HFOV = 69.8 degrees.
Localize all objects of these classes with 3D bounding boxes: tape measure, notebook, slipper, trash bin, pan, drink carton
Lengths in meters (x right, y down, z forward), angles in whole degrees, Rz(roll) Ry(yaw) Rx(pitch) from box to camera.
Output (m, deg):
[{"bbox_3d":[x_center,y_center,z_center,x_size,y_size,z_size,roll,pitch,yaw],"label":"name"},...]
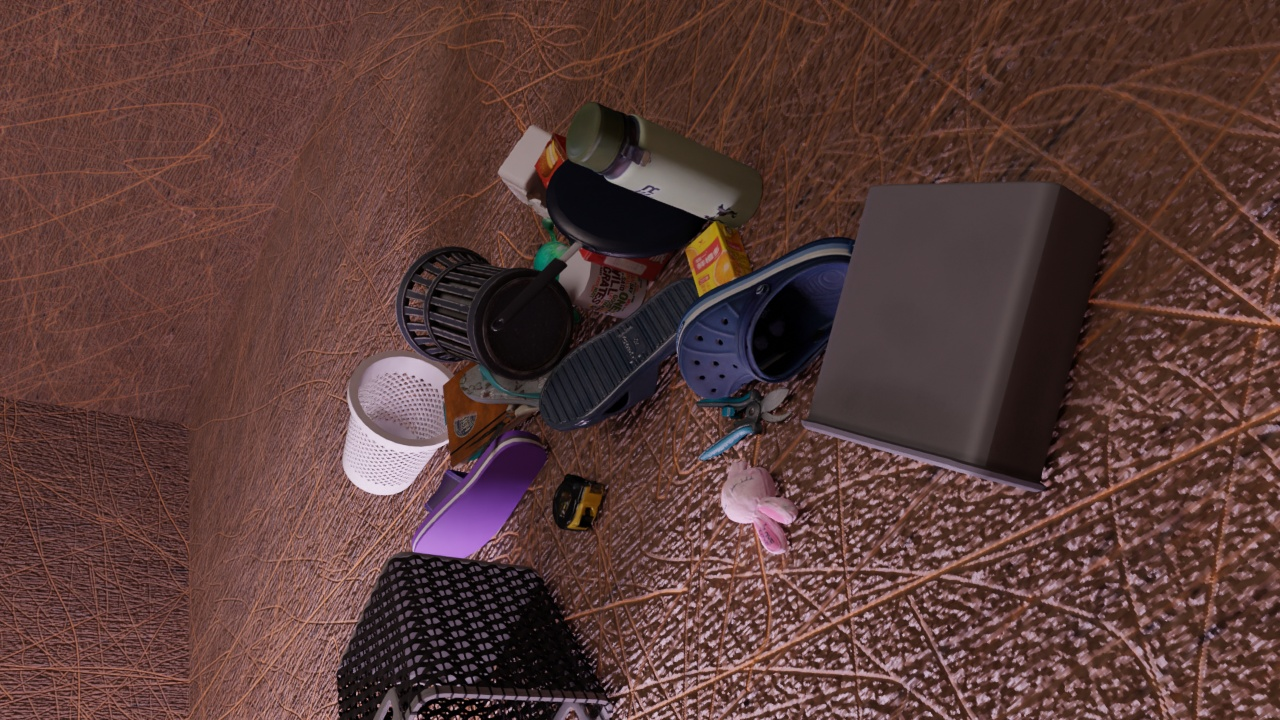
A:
[{"bbox_3d":[-0.083,0.185,1.188,0.071,0.042,0.072,12,91,52],"label":"tape measure"},{"bbox_3d":[-0.227,0.055,1.413,0.250,0.014,0.178,-37,50,28],"label":"notebook"},{"bbox_3d":[-0.158,0.019,1.283,0.269,0.055,0.098,9,47,40],"label":"slipper"},{"bbox_3d":[-0.201,-0.060,1.206,0.228,0.164,0.164,16,91,53],"label":"trash bin"},{"bbox_3d":[-0.243,0.185,1.351,0.267,0.107,0.084,-50,44,23],"label":"slipper"},{"bbox_3d":[0.252,-0.026,0.752,0.192,0.097,0.220,14,89,55],"label":"trash bin"},{"bbox_3d":[-0.058,-0.149,1.067,0.199,0.355,0.021,29,146,18],"label":"pan"},{"bbox_3d":[0.124,-0.031,0.911,0.254,0.105,0.095,-36,32,39],"label":"slipper"},{"bbox_3d":[0.097,-0.088,1.034,0.059,0.043,0.134,-41,48,35],"label":"drink carton"},{"bbox_3d":[-0.419,0.121,1.565,0.200,0.195,0.195,-55,39,42],"label":"trash bin"},{"bbox_3d":[-0.007,0.007,1.121,0.264,0.082,0.101,-38,48,15],"label":"slipper"}]

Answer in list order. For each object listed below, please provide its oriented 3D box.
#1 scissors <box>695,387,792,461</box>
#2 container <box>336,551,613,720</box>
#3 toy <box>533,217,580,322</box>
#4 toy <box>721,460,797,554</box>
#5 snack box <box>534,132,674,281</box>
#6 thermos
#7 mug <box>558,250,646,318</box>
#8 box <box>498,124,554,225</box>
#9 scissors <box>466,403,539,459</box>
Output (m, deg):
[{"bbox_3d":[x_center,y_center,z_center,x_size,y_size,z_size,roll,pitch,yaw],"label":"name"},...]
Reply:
[{"bbox_3d":[0.103,0.066,0.992,0.156,0.019,0.124,37,109,54],"label":"scissors"},{"bbox_3d":[-0.222,0.409,1.132,0.248,0.245,0.243,-62,34,18],"label":"container"},{"bbox_3d":[-0.135,-0.103,1.324,0.131,0.072,0.193,31,108,36],"label":"toy"},{"bbox_3d":[0.116,0.144,0.924,0.110,0.047,0.064,40,119,48],"label":"toy"},{"bbox_3d":[-0.051,-0.206,1.215,0.060,0.113,0.236,-56,40,26],"label":"snack box"},{"bbox_3d":[0.028,-0.212,1.006,0.083,0.231,0.082,-23,60,47],"label":"thermos"},{"bbox_3d":[-0.058,-0.102,1.208,0.105,0.089,0.073,13,89,55],"label":"mug"},{"bbox_3d":[-0.126,-0.249,1.343,0.137,0.108,0.128,31,84,25],"label":"box"},{"bbox_3d":[-0.172,0.069,1.288,0.162,0.012,0.157,-15,38,21],"label":"scissors"}]
